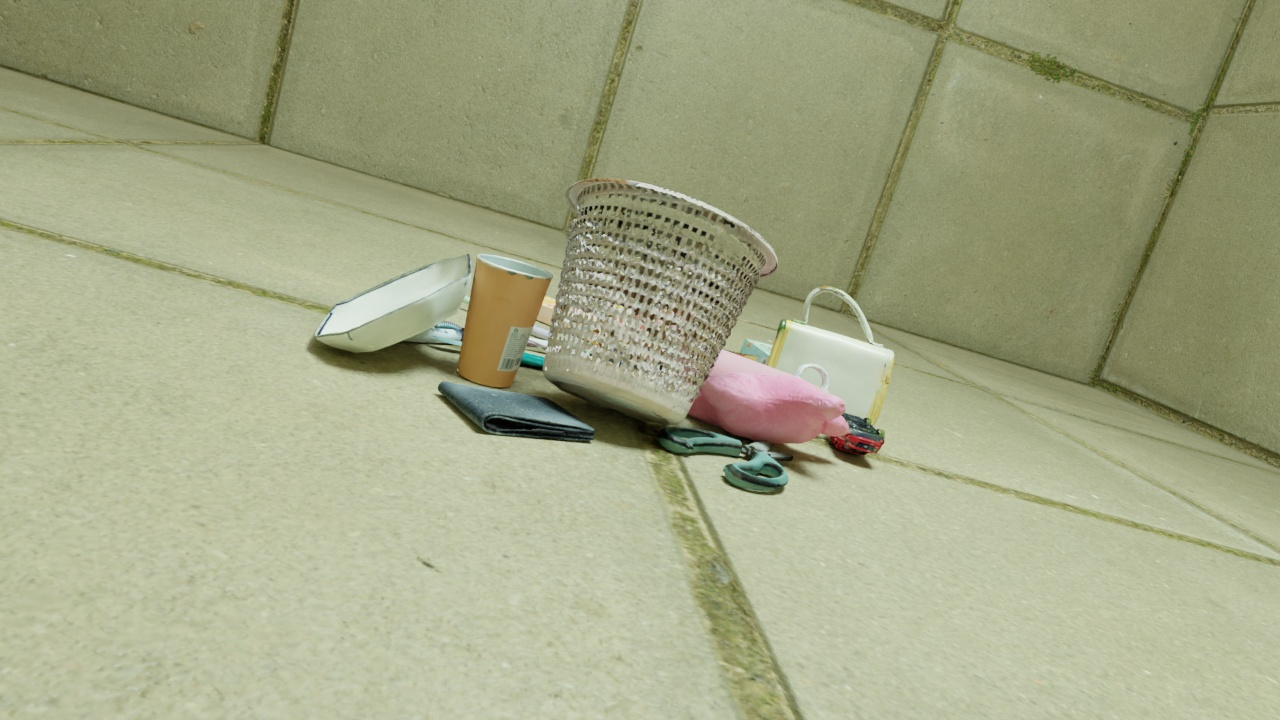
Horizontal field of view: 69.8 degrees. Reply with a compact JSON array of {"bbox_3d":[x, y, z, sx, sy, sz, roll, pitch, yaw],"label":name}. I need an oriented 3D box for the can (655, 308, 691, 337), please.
[{"bbox_3d":[0.029,-0.043,1.369,0.066,0.066,0.093,25,13,35],"label":"can"}]

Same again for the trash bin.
[{"bbox_3d":[0.002,-0.047,0.922,0.227,0.192,0.227,19,-9,3],"label":"trash bin"}]

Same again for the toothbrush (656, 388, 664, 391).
[{"bbox_3d":[0.064,0.043,1.079,0.180,0.016,0.016,8,22,-10],"label":"toothbrush"}]

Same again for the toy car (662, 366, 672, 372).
[{"bbox_3d":[0.065,0.022,1.192,0.049,0.031,0.105,12,11,-27],"label":"toy car"}]

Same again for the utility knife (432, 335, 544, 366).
[{"bbox_3d":[-0.138,-0.003,1.051,0.209,0.013,0.029,14,13,-28],"label":"utility knife"}]

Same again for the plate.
[{"bbox_3d":[-0.245,-0.058,0.950,0.162,0.034,0.265,-23,17,-6],"label":"plate"}]

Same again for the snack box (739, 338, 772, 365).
[{"bbox_3d":[0.210,0.016,1.392,0.074,0.052,0.175,15,11,-16],"label":"snack box"}]

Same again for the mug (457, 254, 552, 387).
[{"bbox_3d":[-0.142,-0.039,0.931,0.078,0.123,0.078,16,11,-3],"label":"mug"}]

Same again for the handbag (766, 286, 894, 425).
[{"bbox_3d":[0.262,-0.007,1.257,0.163,0.179,0.063,17,6,8],"label":"handbag"}]

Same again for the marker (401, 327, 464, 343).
[{"bbox_3d":[-0.231,-0.029,1.025,0.022,0.018,0.130,34,17,32],"label":"marker"}]

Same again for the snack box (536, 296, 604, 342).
[{"bbox_3d":[-0.104,-0.062,1.364,0.157,0.026,0.084,23,12,25],"label":"snack box"}]

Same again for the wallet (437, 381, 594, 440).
[{"bbox_3d":[-0.112,0.046,0.839,0.120,0.019,0.097,11,11,-37],"label":"wallet"}]

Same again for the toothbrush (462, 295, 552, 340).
[{"bbox_3d":[-0.197,-0.062,1.247,0.189,0.021,0.029,22,50,17],"label":"toothbrush"}]

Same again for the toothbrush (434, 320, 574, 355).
[{"bbox_3d":[-0.160,-0.024,1.120,0.187,0.016,0.017,12,20,-25],"label":"toothbrush"}]

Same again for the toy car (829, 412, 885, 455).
[{"bbox_3d":[0.258,0.090,1.110,0.053,0.045,0.120,15,6,1],"label":"toy car"}]

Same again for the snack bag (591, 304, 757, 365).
[{"bbox_3d":[0.043,-0.017,1.268,0.207,0.073,0.129,16,-11,-22],"label":"snack bag"}]

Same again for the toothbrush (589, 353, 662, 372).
[{"bbox_3d":[-0.007,0.007,1.208,0.189,0.014,0.016,9,-12,-41],"label":"toothbrush"}]

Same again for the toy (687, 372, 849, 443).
[{"bbox_3d":[0.134,0.054,1.022,0.195,0.074,0.178,8,-13,14],"label":"toy"}]

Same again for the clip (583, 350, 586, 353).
[{"bbox_3d":[-0.094,-0.014,1.174,0.057,0.014,0.048,15,9,-4],"label":"clip"}]

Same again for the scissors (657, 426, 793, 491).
[{"bbox_3d":[0.087,0.089,0.927,0.169,0.019,0.177,20,12,16],"label":"scissors"}]

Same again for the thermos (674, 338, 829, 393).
[{"bbox_3d":[0.143,0.025,1.130,0.198,0.087,0.067,18,-5,-15],"label":"thermos"}]
